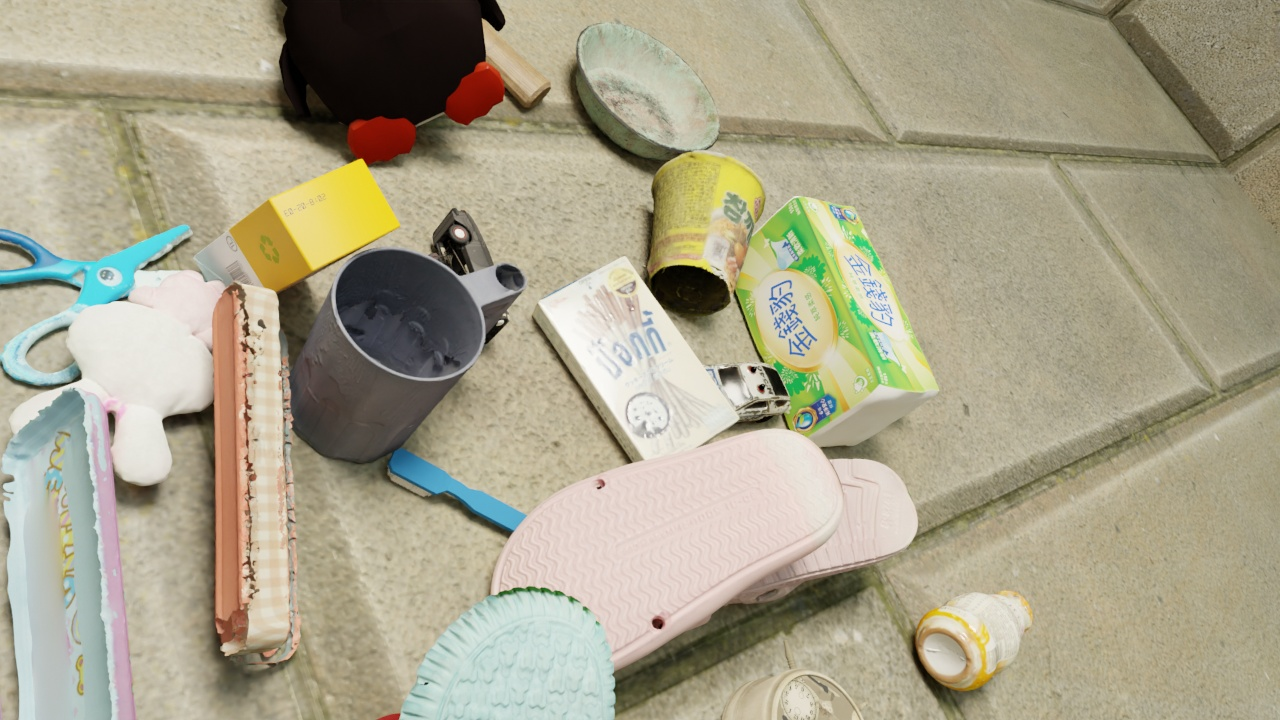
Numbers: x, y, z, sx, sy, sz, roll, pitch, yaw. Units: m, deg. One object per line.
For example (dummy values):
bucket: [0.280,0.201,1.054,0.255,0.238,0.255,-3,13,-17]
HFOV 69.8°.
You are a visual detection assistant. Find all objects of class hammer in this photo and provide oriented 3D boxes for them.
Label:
hammer: [-0.194,-0.333,0.779,0.305,0.040,0.132,43,46,-4]

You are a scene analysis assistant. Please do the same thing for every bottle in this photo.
bottle: [0.261,0.209,0.706,0.108,0.063,0.063,-9,65,-42]

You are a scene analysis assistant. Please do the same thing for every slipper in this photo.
slipper: [0.016,0.108,0.541,0.221,0.056,0.106,-24,67,-11]
slipper: [0.077,0.119,0.630,0.239,0.065,0.094,-2,61,-22]
slipper: [-0.079,0.240,0.410,0.116,0.070,0.275,22,65,-35]

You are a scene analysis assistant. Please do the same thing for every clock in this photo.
clock: [0.095,0.248,0.554,0.093,0.055,0.140,39,41,-8]

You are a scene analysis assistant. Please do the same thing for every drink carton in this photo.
drink carton: [-0.195,-0.065,0.511,0.058,0.123,0.040,-40,108,-41]

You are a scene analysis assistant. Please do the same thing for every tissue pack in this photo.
tissue pack: [0.182,-0.031,0.793,0.141,0.121,0.197,3,65,-38]

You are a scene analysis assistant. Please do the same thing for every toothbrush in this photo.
toothbrush: [-0.080,0.099,0.562,0.166,0.014,0.016,32,44,-20]

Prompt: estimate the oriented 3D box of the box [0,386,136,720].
box: [-0.262,0.124,0.362,0.140,0.062,0.214,-17,66,-7]

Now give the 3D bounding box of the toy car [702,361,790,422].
toy car: [0.074,0.023,0.715,0.112,0.041,0.048,-4,61,-39]

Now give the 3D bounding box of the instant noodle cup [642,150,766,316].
instant noodle cup: [0.049,-0.100,0.755,0.102,0.102,0.108,26,55,-21]

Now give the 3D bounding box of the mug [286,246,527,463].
mug: [-0.134,-0.006,0.528,0.123,0.104,0.084,-29,79,-46]

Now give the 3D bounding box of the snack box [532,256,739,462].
snack box: [-0.004,0.004,0.662,0.081,0.026,0.150,-30,79,-25]

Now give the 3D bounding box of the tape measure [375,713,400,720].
tape measure: [-0.117,0.200,0.450,0.058,0.019,0.051,-14,65,-43]

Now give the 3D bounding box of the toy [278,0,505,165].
toy: [-0.196,-0.260,0.647,0.159,0.140,0.184,-28,62,-9]

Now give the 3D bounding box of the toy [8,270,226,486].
toy: [-0.256,0.003,0.473,0.076,0.037,0.125,31,48,-24]

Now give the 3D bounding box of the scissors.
scissors: [-0.302,-0.051,0.498,0.113,0.013,0.140,43,45,-8]

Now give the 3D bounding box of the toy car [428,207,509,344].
toy car: [-0.115,-0.057,0.626,0.037,0.040,0.092,-5,66,-43]

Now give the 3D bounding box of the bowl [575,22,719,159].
bowl: [0.000,-0.244,0.858,0.157,0.039,0.157,20,49,-25]

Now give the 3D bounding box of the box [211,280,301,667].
box: [-0.187,0.054,0.456,0.054,0.076,0.187,-11,70,1]
